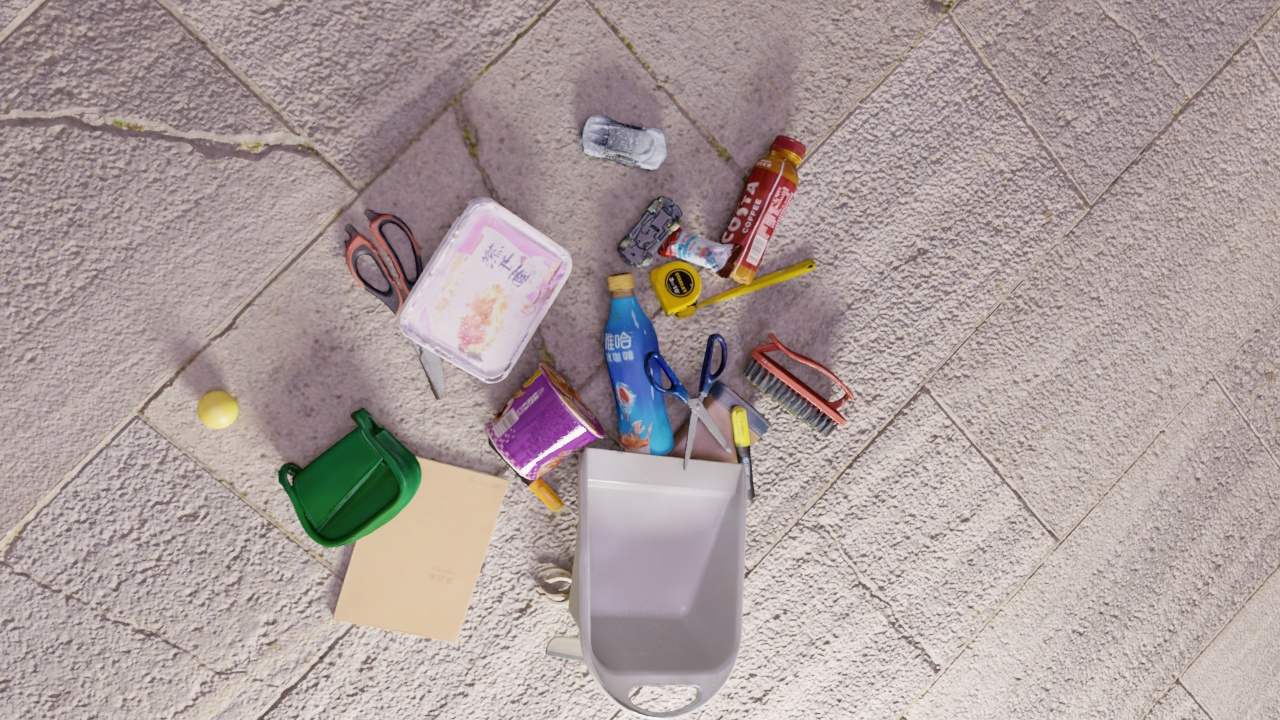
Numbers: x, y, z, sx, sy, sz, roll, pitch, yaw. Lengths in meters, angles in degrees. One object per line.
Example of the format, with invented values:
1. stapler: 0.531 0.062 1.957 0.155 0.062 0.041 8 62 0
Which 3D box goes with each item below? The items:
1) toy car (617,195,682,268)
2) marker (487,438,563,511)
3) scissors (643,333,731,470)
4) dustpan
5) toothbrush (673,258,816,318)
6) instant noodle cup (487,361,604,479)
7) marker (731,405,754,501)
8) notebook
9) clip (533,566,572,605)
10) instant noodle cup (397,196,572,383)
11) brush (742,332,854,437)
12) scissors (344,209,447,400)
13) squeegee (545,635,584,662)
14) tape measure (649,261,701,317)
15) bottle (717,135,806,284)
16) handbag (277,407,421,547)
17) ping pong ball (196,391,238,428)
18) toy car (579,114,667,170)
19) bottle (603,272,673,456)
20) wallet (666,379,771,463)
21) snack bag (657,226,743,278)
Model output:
1. toy car: 0.010 -0.150 1.070 0.043 0.034 0.090 37 91 -20
2. marker: -0.136 0.134 1.088 0.018 0.015 0.124 -44 105 -9
3. scissors: 0.065 0.041 1.078 0.176 0.012 0.162 44 63 -27
4. dustpan: 0.030 0.253 1.033 0.222 0.143 0.258 9 103 -27
5. toothbrush: 0.129 -0.087 1.120 0.190 0.016 0.016 -20 105 -11
6. instant noodle cup: -0.112 0.075 1.042 0.099 0.111 0.111 -42 107 4
7. marker: 0.126 0.115 1.120 0.018 0.015 0.124 -11 107 -9
8. notebook: -0.255 0.218 1.073 0.149 0.012 0.211 17 95 -17
9. clip: -0.078 0.278 1.118 0.100 0.035 0.076 18 93 -21
10. instant noodle cup: -0.174 -0.078 1.013 0.138 0.060 0.173 33 84 -22
11. brush: 0.194 0.026 1.133 0.146 0.063 0.069 35 100 -15
12. scissors: -0.271 -0.051 1.023 0.176 0.015 0.210 15 95 -18
13. squeegee: 0.027 0.265 1.139 0.246 0.039 0.246 20 93 -27
14. tape measure: 0.043 -0.087 1.090 0.057 0.029 0.060 -23 84 -11
15. bottle: 0.142 -0.179 1.087 0.057 0.057 0.175 25 92 -17
16. handbag: -0.316 0.131 1.009 0.131 0.068 0.120 -36 88 3
17. ping pong ball: -0.451 0.053 0.978 0.040 0.040 0.040 -2 99 -15
18. toy car: -0.017 -0.249 1.049 0.105 0.031 0.049 9 97 -17
19. bottle: -0.006 0.006 1.075 0.065 0.065 0.219 -11 101 -13
20. wallet: 0.095 0.094 1.134 0.090 0.033 0.115 38 89 -14
21. snack bag: 0.069 -0.127 1.067 0.045 0.105 0.026 -59 147 -11
